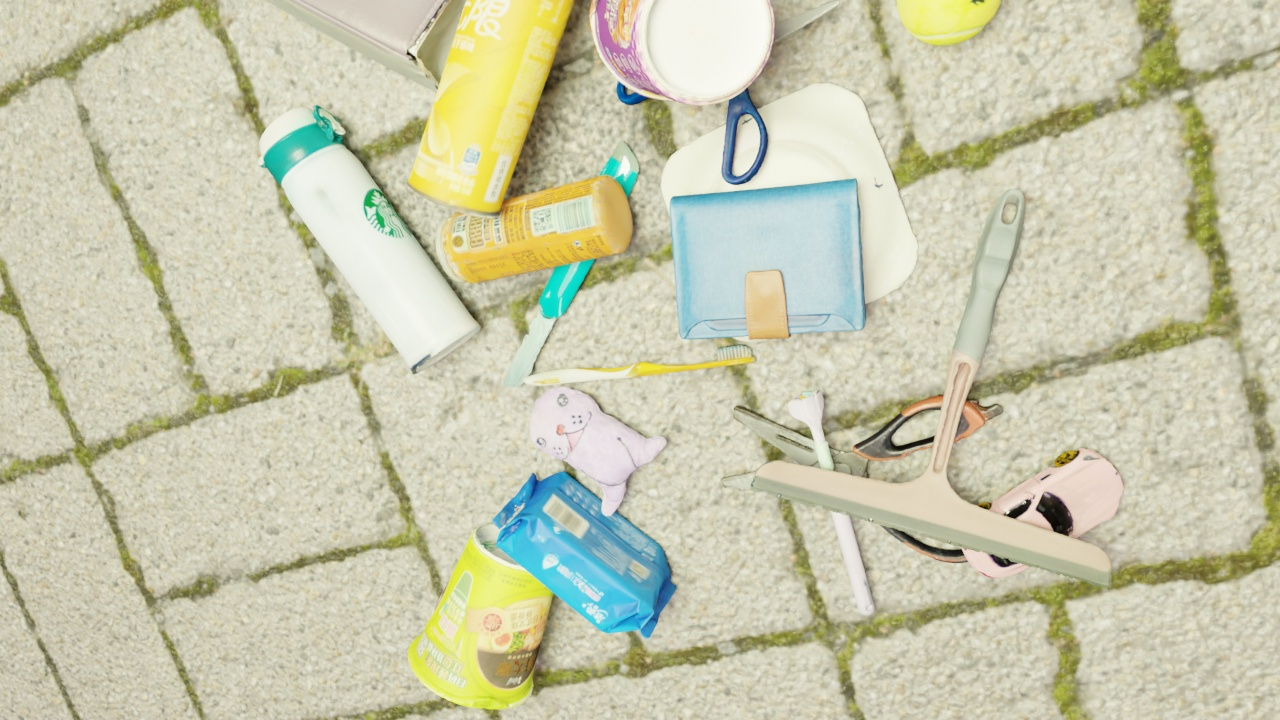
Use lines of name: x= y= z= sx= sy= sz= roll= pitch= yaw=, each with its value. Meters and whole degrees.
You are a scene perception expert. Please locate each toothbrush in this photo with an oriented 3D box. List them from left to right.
toothbrush: x=-0.004 y=0.004 z=0.731 sx=0.191 sy=0.016 sz=0.018 roll=-6 pitch=90 yaw=14
toothbrush: x=0.150 y=0.113 z=0.702 sx=0.029 sy=0.021 sz=0.189 roll=-20 pitch=104 yaw=-9

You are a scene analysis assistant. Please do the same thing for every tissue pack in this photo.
tissue pack: x=-0.043 y=0.158 z=0.742 sx=0.157 sy=0.094 sz=0.052 roll=38 pitch=111 yaw=2

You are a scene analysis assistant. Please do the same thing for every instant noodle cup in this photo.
instant noodle cup: x=-0.124 y=0.209 z=0.775 sx=0.112 sy=0.111 sz=0.123 roll=23 pitch=101 yaw=9
instant noodle cup: x=0.030 y=-0.210 z=0.576 sx=0.111 sy=0.099 sz=0.112 roll=-5 pitch=118 yaw=-9

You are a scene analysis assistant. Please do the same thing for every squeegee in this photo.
squeegee: x=0.230 y=0.003 z=0.647 sx=0.248 sy=0.040 sz=0.249 roll=15 pitch=94 yaw=13

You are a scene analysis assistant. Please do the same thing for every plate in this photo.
plate: x=0.104 y=-0.102 z=0.668 sx=0.164 sy=0.034 sz=0.164 roll=-22 pitch=98 yaw=19

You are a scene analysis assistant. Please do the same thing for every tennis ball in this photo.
tennis ball: x=0.198 y=-0.237 z=0.590 sx=0.065 sy=0.065 sz=0.065 roll=4 pitch=105 yaw=14

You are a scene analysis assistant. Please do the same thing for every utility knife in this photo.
utility knife: x=-0.058 y=-0.070 z=0.731 sx=0.029 sy=0.013 sz=0.223 roll=32 pitch=108 yaw=6

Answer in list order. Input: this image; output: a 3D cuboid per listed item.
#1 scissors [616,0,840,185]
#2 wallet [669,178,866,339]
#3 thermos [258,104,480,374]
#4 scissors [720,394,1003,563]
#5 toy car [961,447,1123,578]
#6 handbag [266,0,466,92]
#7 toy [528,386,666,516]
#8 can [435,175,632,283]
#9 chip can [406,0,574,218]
scissors: x=0.062 y=-0.205 z=0.647 sx=0.173 sy=0.012 sz=0.162 roll=-18 pitch=80 yaw=24
wallet: x=0.088 y=-0.068 z=0.643 sx=0.133 sy=0.040 sz=0.106 roll=-2 pitch=99 yaw=16
thermos: x=-0.219 y=-0.100 z=0.740 sx=0.073 sy=0.073 sz=0.224 roll=-35 pitch=92 yaw=20
scissors: x=0.176 y=0.086 z=0.706 sx=0.227 sy=0.015 sz=0.189 roll=-30 pitch=95 yaw=21
toy car: x=0.289 y=0.112 z=0.661 sx=0.122 sy=0.037 sz=0.056 roll=-35 pitch=100 yaw=10
handbag: x=-0.197 y=-0.304 z=0.664 sx=0.197 sy=0.098 sz=0.145 roll=31 pitch=93 yaw=7
toy: x=-0.044 y=0.067 z=0.747 sx=0.108 sy=0.039 sz=0.084 roll=34 pitch=105 yaw=4
can: x=-0.081 y=-0.097 z=0.697 sx=0.146 sy=0.058 sz=0.058 roll=-8 pitch=101 yaw=26
chip can: x=-0.094 y=-0.208 z=0.630 sx=0.072 sy=0.072 sz=0.214 roll=25 pitch=107 yaw=8
